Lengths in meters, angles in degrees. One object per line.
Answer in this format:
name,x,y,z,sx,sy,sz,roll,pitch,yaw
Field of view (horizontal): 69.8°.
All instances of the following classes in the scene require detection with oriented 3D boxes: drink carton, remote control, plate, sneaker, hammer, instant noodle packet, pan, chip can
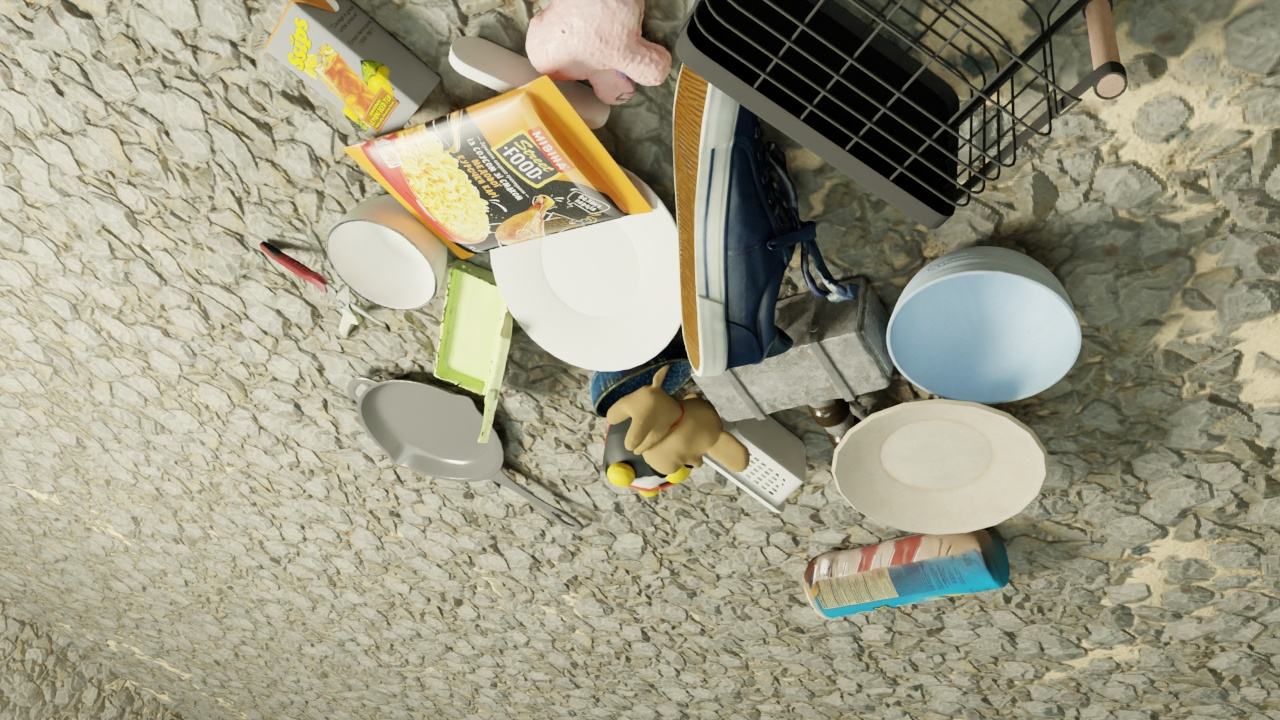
drink carton,-0.240,-0.249,0.768,0.125,0.048,0.076,38,135,-20
remote control,-0.089,-0.224,0.740,0.136,0.043,0.013,23,139,-4
plate,0.275,0.095,0.851,0.189,0.027,0.189,7,135,7
sneaker,0.095,-0.124,0.724,0.127,0.120,0.295,-9,121,-7
hammer,0.204,0.068,0.917,0.177,0.079,0.326,-15,129,33
instant noodle packet,-0.123,-0.155,0.786,0.221,0.032,0.160,-8,145,31
pan,-0.212,0.120,1.172,0.354,0.024,0.217,36,136,-17
plate,-0.048,-0.088,0.849,0.209,0.015,0.209,12,118,23
chip can,0.305,0.246,1.072,0.230,0.079,0.080,-24,123,38

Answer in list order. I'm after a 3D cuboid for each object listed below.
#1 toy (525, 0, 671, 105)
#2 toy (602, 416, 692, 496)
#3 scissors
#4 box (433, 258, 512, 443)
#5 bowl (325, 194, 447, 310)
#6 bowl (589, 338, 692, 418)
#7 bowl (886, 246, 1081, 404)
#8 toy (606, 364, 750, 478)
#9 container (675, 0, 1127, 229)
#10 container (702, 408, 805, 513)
toy,-0.029,-0.240,0.699,0.109,0.053,0.105,-22,135,37
toy,0.006,0.100,1.018,0.097,0.099,0.119,-4,160,-2
scissors,-0.330,-0.062,0.989,0.199,0.015,0.179,32,157,20
box,-0.169,-0.012,0.991,0.130,0.064,0.189,53,145,27
bowl,-0.242,-0.112,0.903,0.116,0.065,0.116,11,138,10
bowl,-0.006,0.005,0.931,0.114,0.060,0.114,-23,160,-9
bowl,0.286,-0.040,0.771,0.151,0.074,0.151,11,139,9
toy,0.030,0.065,0.910,0.108,0.134,0.106,28,103,-35
container,0.154,-0.217,0.564,0.241,0.162,0.131,30,138,-12
container,0.123,0.094,0.980,0.129,0.080,0.050,37,125,-19
